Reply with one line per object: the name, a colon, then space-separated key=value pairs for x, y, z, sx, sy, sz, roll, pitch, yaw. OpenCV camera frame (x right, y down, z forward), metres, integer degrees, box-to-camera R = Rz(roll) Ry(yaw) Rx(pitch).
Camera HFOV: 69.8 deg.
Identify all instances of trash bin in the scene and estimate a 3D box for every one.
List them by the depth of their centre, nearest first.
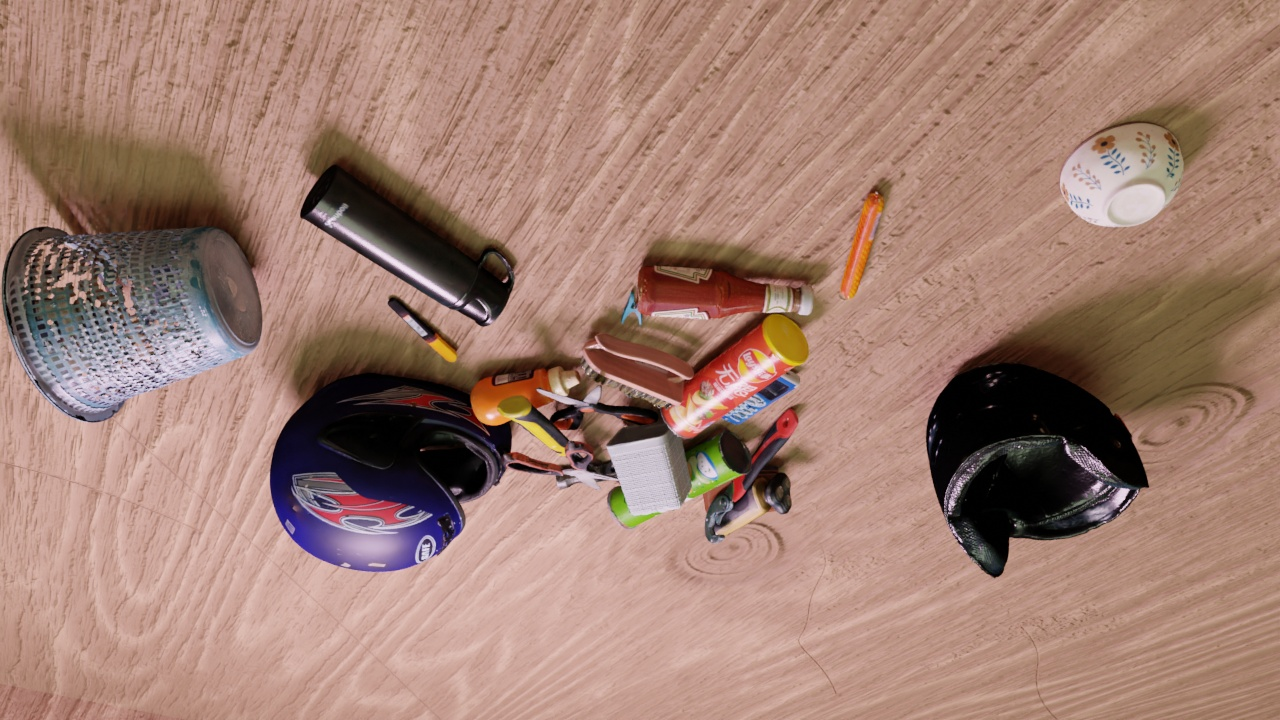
trash bin: x=-0.552 y=-0.059 z=1.041 sx=0.195 sy=0.226 sz=0.227 roll=-12 pitch=140 yaw=-1

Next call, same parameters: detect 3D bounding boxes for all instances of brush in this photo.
brush: x=-0.007 y=0.007 z=1.181 sx=0.145 sy=0.063 sz=0.073 roll=22 pitch=141 yaw=-19

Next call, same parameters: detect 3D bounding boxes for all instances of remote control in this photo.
remote control: x=0.155 y=0.045 z=1.245 sx=0.049 sy=0.024 sz=0.125 roll=28 pitch=136 yaw=-27

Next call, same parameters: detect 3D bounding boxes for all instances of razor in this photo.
razor: x=0.168 y=0.229 z=1.400 sx=0.067 sy=0.062 sz=0.168 roll=47 pitch=133 yaw=2

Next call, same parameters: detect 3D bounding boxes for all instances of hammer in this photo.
hammer: x=-0.109 y=0.117 z=1.285 sx=0.126 sy=0.031 sz=0.323 roll=-11 pitch=154 yaw=13

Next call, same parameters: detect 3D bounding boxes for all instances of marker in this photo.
marker: x=-0.279 y=-0.039 z=1.180 sx=0.018 sy=0.015 sz=0.124 roll=-22 pitch=132 yaw=25

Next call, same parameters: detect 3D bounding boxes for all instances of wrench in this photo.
wrench: x=0.159 y=0.171 z=1.354 sx=0.016 sy=0.056 sz=0.274 roll=6 pitch=129 yaw=-30

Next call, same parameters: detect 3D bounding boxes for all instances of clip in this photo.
clip: x=-0.009 y=-0.064 z=1.132 sx=0.038 sy=0.013 sz=0.056 roll=4 pitch=140 yaw=-2

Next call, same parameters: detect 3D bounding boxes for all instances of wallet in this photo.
wallet: x=0.156 y=0.200 z=1.430 sx=0.124 sy=0.032 sz=0.101 roll=-3 pitch=137 yaw=7

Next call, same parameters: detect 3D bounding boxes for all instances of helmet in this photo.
helmet: x=0.495 y=0.128 z=1.167 sx=0.274 sy=0.229 sz=0.234 roll=21 pitch=131 yaw=-32
helmet: x=-0.345 y=0.169 z=1.263 sx=0.315 sy=0.239 sz=0.248 roll=9 pitch=142 yaw=-8

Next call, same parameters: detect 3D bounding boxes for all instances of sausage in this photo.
sausage: x=0.248 y=-0.126 z=1.033 sx=0.021 sy=0.021 sz=0.165 roll=3 pitch=140 yaw=0

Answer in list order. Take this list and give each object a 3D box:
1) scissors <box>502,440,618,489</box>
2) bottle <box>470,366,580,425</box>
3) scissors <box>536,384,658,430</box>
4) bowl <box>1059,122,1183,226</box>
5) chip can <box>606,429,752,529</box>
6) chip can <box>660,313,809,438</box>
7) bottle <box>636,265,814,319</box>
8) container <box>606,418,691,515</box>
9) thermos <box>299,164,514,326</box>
scissors: x=-0.100 y=0.152 z=1.303 sx=0.189 sy=0.015 sz=0.227 roll=0 pitch=154 yaw=-7
bottle: x=-0.152 y=0.041 z=1.236 sx=0.150 sy=0.066 sz=0.067 roll=-16 pitch=137 yaw=11
scissors: x=-0.062 y=0.062 z=1.231 sx=0.228 sy=0.021 sz=0.221 roll=9 pitch=161 yaw=-29
bowl: x=0.491 y=-0.176 z=0.926 sx=0.113 sy=0.062 sz=0.114 roll=1 pitch=139 yaw=1
chip can: x=0.056 y=0.182 z=1.381 sx=0.237 sy=0.072 sz=0.072 roll=-31 pitch=130 yaw=34
chip can: x=0.116 y=0.024 z=1.185 sx=0.073 sy=0.073 sz=0.217 roll=27 pitch=135 yaw=-27
bottle: x=0.099 y=-0.076 z=1.074 sx=0.206 sy=0.059 sz=0.060 roll=4 pitch=141 yaw=-3
container: x=0.017 y=0.150 z=1.293 sx=0.090 sy=0.089 sz=0.111 roll=-13 pitch=101 yaw=18
thermos: x=-0.252 y=-0.132 z=1.036 sx=0.242 sy=0.068 sz=0.090 roll=33 pitch=100 yaw=-34
